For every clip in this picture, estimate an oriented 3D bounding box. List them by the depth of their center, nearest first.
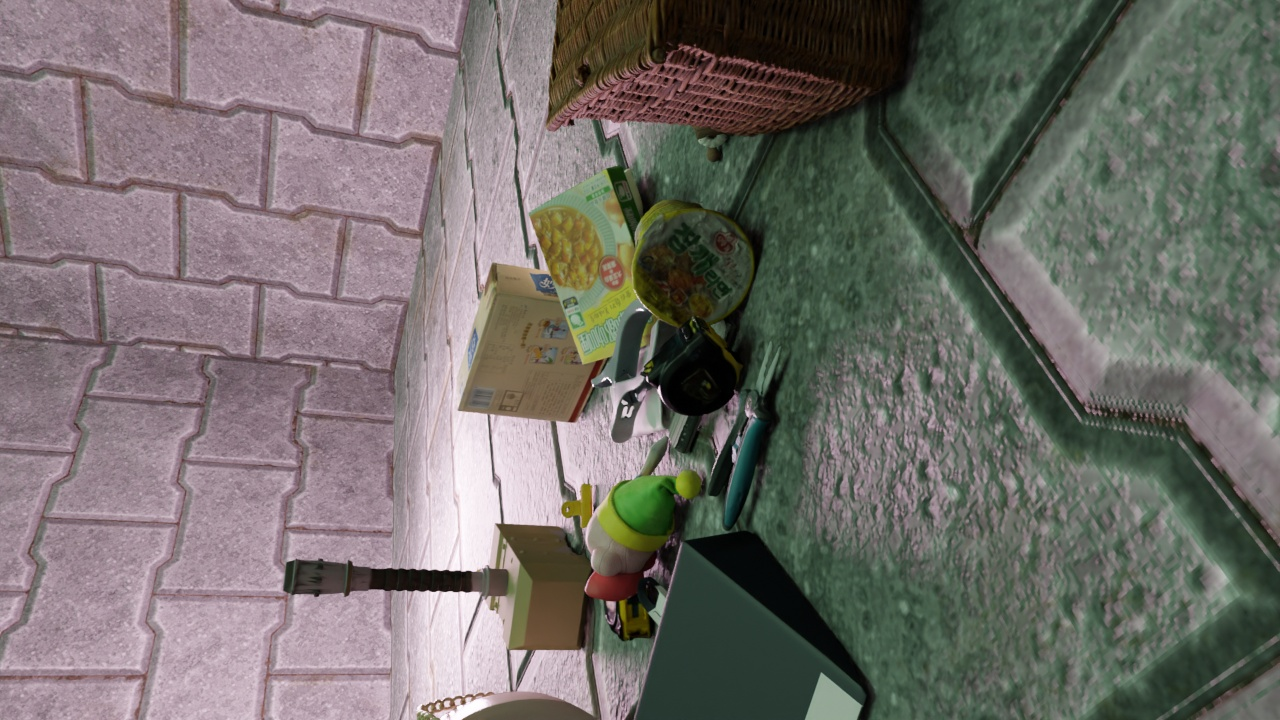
[{"bbox_3d":[-0.001,0.017,0.842,0.164,0.028,0.108,121,139,-50],"label":"clip"},{"bbox_3d":[-0.072,0.171,1.063,0.046,0.035,0.053,-33,54,55],"label":"clip"}]

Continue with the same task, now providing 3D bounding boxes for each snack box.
[{"bbox_3d":[-0.039,-0.089,0.900,0.132,0.027,0.168,-16,95,47],"label":"snack box"},{"bbox_3d":[-0.120,-0.015,1.070,0.208,0.153,0.055,117,153,-43],"label":"snack box"}]

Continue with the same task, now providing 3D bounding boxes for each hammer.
[{"bbox_3d":[-0.237,0.254,1.056,0.190,0.324,0.101,-160,78,-70],"label":"hammer"}]

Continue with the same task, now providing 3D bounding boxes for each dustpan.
[{"bbox_3d":[0.054,0.247,0.685,0.273,0.080,0.236,32,116,45],"label":"dustpan"}]

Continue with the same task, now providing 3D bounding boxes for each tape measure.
[{"bbox_3d":[0.044,0.009,0.738,0.071,0.072,0.042,-46,35,14],"label":"tape measure"},{"bbox_3d":[-0.012,0.228,0.875,0.067,0.038,0.062,170,97,-72],"label":"tape measure"}]

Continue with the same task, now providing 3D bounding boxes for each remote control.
[{"bbox_3d":[0.053,0.020,0.794,0.033,0.013,0.137,-114,38,-53],"label":"remote control"}]

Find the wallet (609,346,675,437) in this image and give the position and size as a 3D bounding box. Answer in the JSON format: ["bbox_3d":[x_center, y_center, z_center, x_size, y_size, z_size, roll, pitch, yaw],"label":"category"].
[{"bbox_3d":[0.005,0.032,0.901,0.116,0.032,0.086,167,100,-64],"label":"wallet"}]

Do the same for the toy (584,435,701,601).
[{"bbox_3d":[0.006,0.141,0.828,0.123,0.097,0.131,-40,-39,-59],"label":"toy"}]

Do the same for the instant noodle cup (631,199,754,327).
[{"bbox_3d":[0.035,-0.092,0.771,0.108,0.102,0.102,-109,31,-67],"label":"instant noodle cup"}]

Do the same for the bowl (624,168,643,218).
[{"bbox_3d":[-0.041,-0.144,0.997,0.074,0.117,0.118,56,164,-11],"label":"bowl"}]

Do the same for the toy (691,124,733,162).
[{"bbox_3d":[0.059,-0.232,0.818,0.055,0.041,0.101,86,176,-74],"label":"toy"}]

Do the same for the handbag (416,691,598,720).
[{"bbox_3d":[-0.113,0.415,0.836,0.104,0.210,0.208,151,115,-65],"label":"handbag"}]

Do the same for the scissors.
[{"bbox_3d":[0.080,0.062,0.698,0.122,0.019,0.149,139,139,-67],"label":"scissors"}]

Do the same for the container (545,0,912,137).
[{"bbox_3d":[0.055,-0.239,0.618,0.250,0.183,0.162,-165,81,-71],"label":"container"}]
